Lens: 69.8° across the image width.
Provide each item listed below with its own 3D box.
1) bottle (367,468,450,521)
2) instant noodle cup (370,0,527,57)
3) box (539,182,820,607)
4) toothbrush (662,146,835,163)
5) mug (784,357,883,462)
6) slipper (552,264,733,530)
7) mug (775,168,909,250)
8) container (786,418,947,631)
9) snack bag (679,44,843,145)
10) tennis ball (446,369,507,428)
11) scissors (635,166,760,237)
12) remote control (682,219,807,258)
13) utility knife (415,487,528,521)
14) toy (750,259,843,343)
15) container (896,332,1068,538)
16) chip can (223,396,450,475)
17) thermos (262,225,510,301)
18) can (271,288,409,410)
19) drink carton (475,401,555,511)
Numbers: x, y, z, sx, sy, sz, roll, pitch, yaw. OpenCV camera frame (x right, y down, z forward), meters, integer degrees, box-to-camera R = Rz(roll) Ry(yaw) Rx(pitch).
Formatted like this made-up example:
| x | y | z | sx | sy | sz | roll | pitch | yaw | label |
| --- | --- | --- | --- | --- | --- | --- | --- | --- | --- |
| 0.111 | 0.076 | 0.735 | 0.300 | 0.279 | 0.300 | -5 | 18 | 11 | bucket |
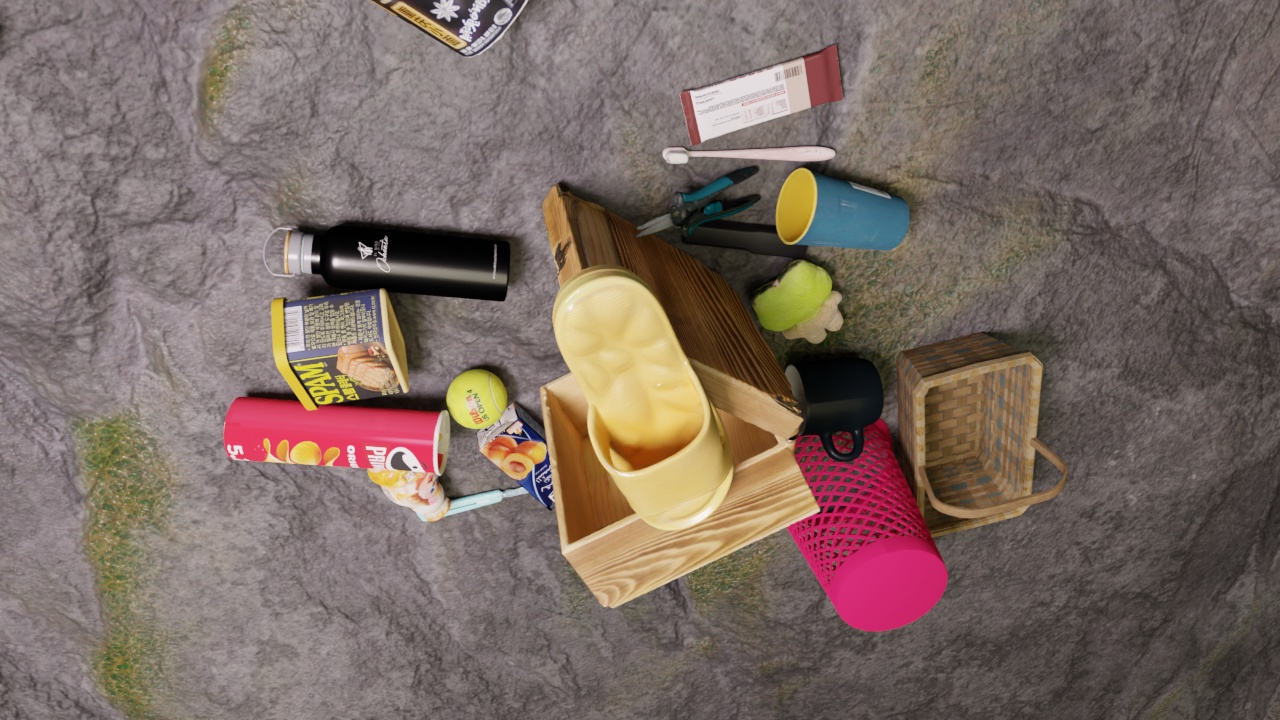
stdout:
| x | y | z | sx | sy | sz | roll | pitch | yaw | label |
| --- | --- | --- | --- | --- | --- | --- | --- | --- | --- |
| -0.261 | 0.139 | 1.051 | 0.063 | 0.063 | 0.108 | -28 | 124 | 7 | bottle |
| -0.154 | -0.320 | 0.740 | 0.137 | 0.137 | 0.112 | -44 | 128 | 17 | instant noodle cup |
| 0.009 | -0.003 | 0.887 | 0.282 | 0.278 | 0.315 | -25 | 122 | 5 | box |
| 0.112 | -0.208 | 0.928 | 0.181 | 0.018 | 0.016 | -3 | 123 | -10 | toothbrush |
| 0.227 | 0.058 | 1.064 | 0.094 | 0.121 | 0.085 | -7 | 163 | -7 | mug |
| 0.011 | 0.047 | 0.709 | 0.099 | 0.078 | 0.263 | -23 | 123 | 2 | slipper |
| 0.212 | -0.152 | 0.953 | 0.121 | 0.078 | 0.078 | 5 | 121 | -20 | mug |
| 0.255 | 0.191 | 1.088 | 0.183 | 0.225 | 0.183 | -5 | 123 | -8 | container |
| 0.119 | -0.259 | 0.898 | 0.158 | 0.013 | 0.057 | -18 | 122 | 0 | snack bag |
| -0.179 | 0.042 | 1.003 | 0.065 | 0.065 | 0.065 | -5 | 123 | -8 | tennis ball |
| 0.065 | -0.152 | 0.930 | 0.140 | 0.019 | 0.128 | 20 | 103 | -38 | scissors |
| 0.113 | -0.130 | 0.979 | 0.136 | 0.015 | 0.032 | 4 | 122 | -14 | remote control |
| -0.182 | 0.166 | 1.117 | 0.179 | 0.015 | 0.022 | -13 | 124 | -6 | utility knife |
| 0.180 | -0.060 | 1.021 | 0.092 | 0.046 | 0.115 | -41 | 128 | 16 | toy |
| 0.396 | 0.109 | 1.086 | 0.157 | 0.186 | 0.250 | -14 | 124 | -2 | container |
| -0.319 | 0.080 | 0.975 | 0.220 | 0.069 | 0.069 | 4 | 122 | -1 | chip can |
| -0.247 | -0.098 | 0.901 | 0.231 | 0.061 | 0.061 | 4 | 122 | -14 | thermos |
| -0.294 | -0.011 | 0.913 | 0.104 | 0.075 | 0.135 | -8 | 157 | -9 | can |
| -0.125 | 0.114 | 1.072 | 0.064 | 0.040 | 0.130 | -39 | 121 | 7 | drink carton |
